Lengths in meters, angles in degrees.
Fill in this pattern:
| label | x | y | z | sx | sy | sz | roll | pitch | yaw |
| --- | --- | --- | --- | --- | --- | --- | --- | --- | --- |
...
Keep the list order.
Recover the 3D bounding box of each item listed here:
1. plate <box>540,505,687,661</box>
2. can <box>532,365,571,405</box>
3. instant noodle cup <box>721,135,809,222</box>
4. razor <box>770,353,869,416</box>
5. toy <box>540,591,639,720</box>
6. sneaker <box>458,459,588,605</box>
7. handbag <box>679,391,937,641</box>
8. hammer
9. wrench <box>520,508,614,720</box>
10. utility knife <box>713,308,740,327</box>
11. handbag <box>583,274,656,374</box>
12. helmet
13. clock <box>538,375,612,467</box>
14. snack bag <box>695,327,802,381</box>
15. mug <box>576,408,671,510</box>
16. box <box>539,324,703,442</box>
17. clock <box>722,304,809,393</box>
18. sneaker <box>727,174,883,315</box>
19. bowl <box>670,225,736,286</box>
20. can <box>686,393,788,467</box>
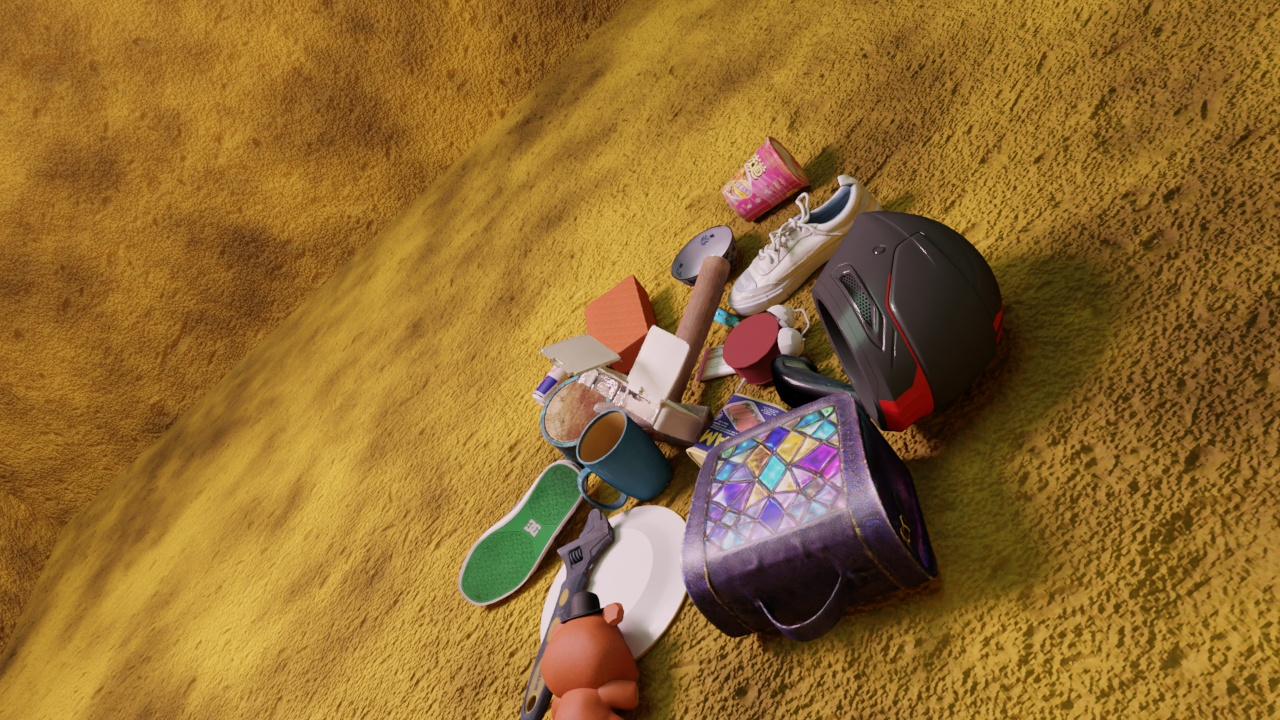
| label | x | y | z | sx | sy | sz | roll | pitch | yaw |
| --- | --- | --- | --- | --- | --- | --- | --- | --- | --- |
| plate | -0.035 | 0.263 | 1.075 | 0.230 | 0.021 | 0.229 | -31 | 32 | 22 |
| can | -0.136 | 0.030 | 1.487 | 0.095 | 0.032 | 0.032 | -54 | 31 | -17 |
| instant noodle cup | 0.189 | -0.273 | 1.416 | 0.109 | 0.097 | 0.097 | -39 | 29 | 25 |
| razor | 0.208 | 0.029 | 1.050 | 0.067 | 0.054 | 0.152 | -38 | 31 | -25 |
| toy | -0.053 | 0.326 | 0.943 | 0.112 | 0.096 | 0.176 | -25 | 64 | 31 |
| sneaker | -0.150 | 0.229 | 1.224 | 0.235 | 0.084 | 0.079 | -50 | -7 | 6 |
| handbag | 0.156 | 0.160 | 0.863 | 0.205 | 0.125 | 0.221 | -26 | 31 | 28 |
| hammer | 0.058 | -0.025 | 1.241 | 0.158 | 0.037 | 0.300 | 6 | 56 | 27 |
| wrench | -0.086 | 0.288 | 1.059 | 0.074 | 0.022 | 0.272 | -14 | 40 | 31 |
| utility knife | 0.121 | -0.061 | 1.303 | 0.022 | 0.015 | 0.151 | -48 | 32 | -8 |
| handbag | -0.030 | -0.044 | 1.418 | 0.109 | 0.060 | 0.171 | -31 | 34 | 12 |
| helmet | 0.279 | -0.056 | 0.945 | 0.170 | 0.164 | 0.264 | -24 | 42 | 5 |
| clock | -0.060 | 0.090 | 1.279 | 0.158 | 0.073 | 0.121 | 18 | 70 | 41 |
| snack bag | 0.141 | -0.006 | 1.206 | 0.158 | 0.013 | 0.056 | -14 | 45 | 41 |
| mug | -0.025 | 0.134 | 1.144 | 0.112 | 0.104 | 0.084 | -50 | 30 | -6 |
| box | -0.006 | 0.006 | 1.068 | 0.143 | 0.192 | 0.106 | 28 | 93 | 32 |
| clock | 0.157 | -0.020 | 1.147 | 0.125 | 0.044 | 0.087 | -34 | 36 | 20 |
| sneaker | 0.206 | -0.159 | 1.242 | 0.243 | 0.091 | 0.089 | -35 | 31 | 17 |
| bowl | 0.106 | -0.150 | 1.401 | 0.114 | 0.045 | 0.114 | -31 | 32 | 22 |
| can | 0.123 | 0.095 | 1.058 | 0.092 | 0.056 | 0.116 | -51 | 30 | -14 |
